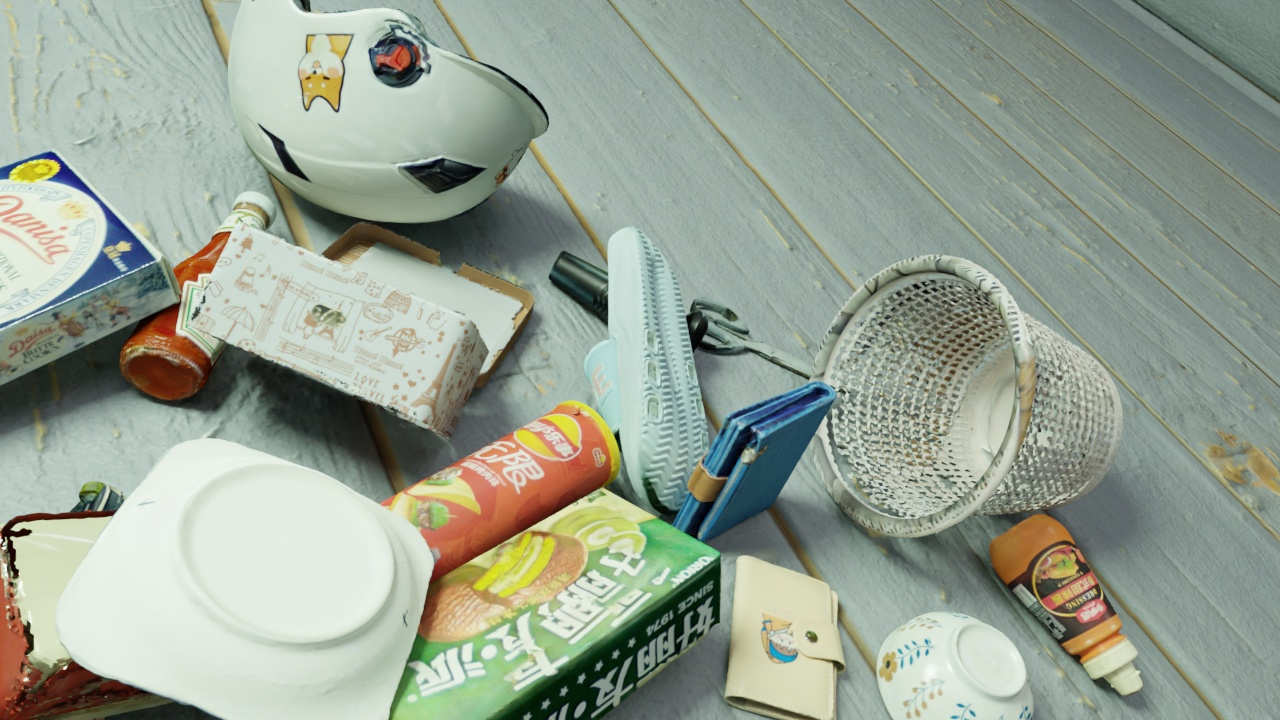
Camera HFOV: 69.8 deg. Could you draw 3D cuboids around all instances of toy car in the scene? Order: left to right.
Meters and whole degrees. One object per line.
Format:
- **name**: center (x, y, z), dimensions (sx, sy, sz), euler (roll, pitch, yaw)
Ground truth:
- **toy car**: center (-0.319, 0.104, 0.520), dimensions (0.035, 0.091, 0.042), euler (33, 32, -33)

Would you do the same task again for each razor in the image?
- **razor**: center (-0.015, -0.051, 0.847), dimensions (0.167, 0.062, 0.067), euler (32, 12, 17)

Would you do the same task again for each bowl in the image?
- **bowl**: center (0.234, 0.227, 0.659), dimensions (0.113, 0.062, 0.113), euler (11, 43, -11)

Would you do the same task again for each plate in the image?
- **plate**: center (-0.186, 0.105, 0.472), dimensions (0.163, 0.034, 0.164), euler (28, 30, -17)

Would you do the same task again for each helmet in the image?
- **helmet**: center (-0.235, -0.201, 0.801), dimensions (0.274, 0.230, 0.156), euler (24, 84, -1)

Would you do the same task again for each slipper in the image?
- **slipper**: center (-0.004, 0.004, 0.742), dimensions (0.104, 0.074, 0.245), euler (34, 43, -54)

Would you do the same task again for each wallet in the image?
- **wallet**: center (0.084, 0.078, 0.691), dimensions (0.106, 0.133, 0.040), euler (-18, 53, -37)
- **wallet**: center (0.106, 0.201, 0.658), dimensions (0.087, 0.024, 0.114), euler (19, 41, -6)

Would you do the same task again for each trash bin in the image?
- **trash bin**: center (0.286, 0.042, 0.777), dimensions (0.192, 0.228, 0.227), euler (12, 42, -31)

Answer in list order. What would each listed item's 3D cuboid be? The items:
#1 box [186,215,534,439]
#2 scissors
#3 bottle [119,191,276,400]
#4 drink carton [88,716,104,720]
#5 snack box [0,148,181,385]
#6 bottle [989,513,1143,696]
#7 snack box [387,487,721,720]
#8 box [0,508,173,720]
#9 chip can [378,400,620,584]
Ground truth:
- **box**: center (-0.198, -0.030, 0.709), dimensions (0.179, 0.126, 0.273), euler (23, 14, 0)
- **scissors**: center (0.125, -0.016, 0.894), dimensions (0.174, 0.014, 0.135), euler (0, 48, -24)
- **bottle**: center (-0.327, -0.059, 0.703), dimensions (0.059, 0.060, 0.205), euler (14, 43, -10)
- **drink carton**: center (-0.298, 0.193, 0.465), dimensions (0.045, 0.054, 0.122), euler (1, 46, -29)
- **snack box**: center (-0.443, -0.058, 0.620), dimensions (0.178, 0.046, 0.182), euler (36, 55, 28)
- **bottle**: center (0.349, 0.200, 0.743), dimensions (0.066, 0.067, 0.149), euler (-13, 61, -34)
- **snack box**: center (-0.068, 0.169, 0.555), dimensions (0.239, 0.063, 0.114), euler (-24, 34, -39)
- **box**: center (-0.245, 0.126, 0.482), dimensions (0.168, 0.080, 0.091), euler (9, 43, -55)
- **chip can**: center (-0.112, 0.099, 0.629), dimensions (0.216, 0.073, 0.073), euler (-27, 62, -40)
